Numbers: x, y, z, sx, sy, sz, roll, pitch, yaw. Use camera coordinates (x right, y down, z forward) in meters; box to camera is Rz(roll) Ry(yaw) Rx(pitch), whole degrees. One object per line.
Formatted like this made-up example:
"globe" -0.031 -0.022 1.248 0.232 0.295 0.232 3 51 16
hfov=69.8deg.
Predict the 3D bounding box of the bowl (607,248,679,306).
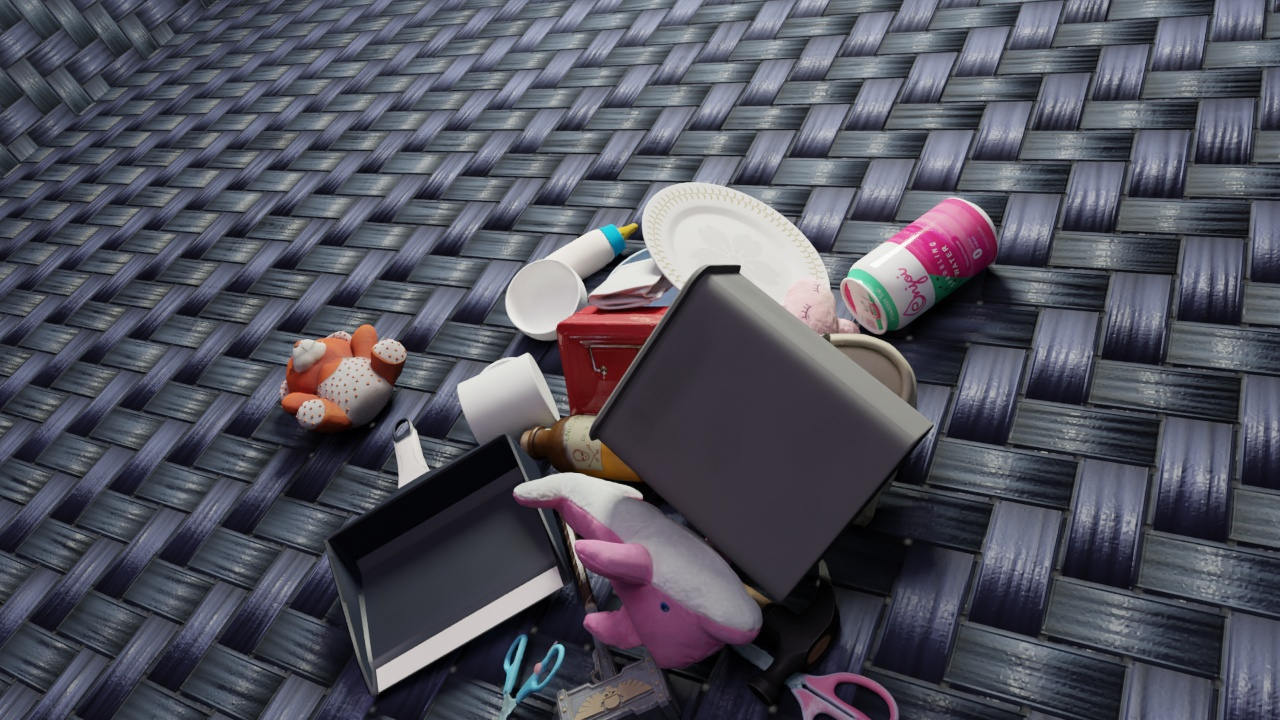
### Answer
"bowl" 0.034 -0.066 1.113 0.151 0.075 0.150 -12 46 13

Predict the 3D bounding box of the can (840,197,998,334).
"can" 0.310 -0.105 1.019 0.165 0.088 0.088 -35 45 -10

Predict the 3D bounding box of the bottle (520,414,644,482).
"bottle" -0.060 0.094 0.999 0.157 0.068 0.067 1 49 30

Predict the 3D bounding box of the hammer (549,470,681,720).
"hammer" -0.055 0.223 0.907 0.098 0.044 0.321 -24 41 0

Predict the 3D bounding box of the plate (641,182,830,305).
"plate" 0.112 -0.122 1.082 0.242 0.016 0.242 14 46 -16

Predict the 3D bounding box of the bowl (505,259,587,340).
"bowl" -0.117 -0.073 1.188 0.105 0.054 0.104 -7 68 17

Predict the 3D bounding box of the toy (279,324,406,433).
"toy" -0.405 0.019 1.212 0.173 0.093 0.163 22 61 39

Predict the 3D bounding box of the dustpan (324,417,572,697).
"dustpan" -0.221 0.170 0.974 0.236 0.080 0.273 -31 39 3

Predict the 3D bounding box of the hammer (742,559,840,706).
"hammer" 0.053 0.192 0.886 0.132 0.040 0.306 -42 44 -21

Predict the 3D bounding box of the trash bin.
"trash bin" 0.097 0.058 0.780 0.220 0.097 0.192 41 112 18

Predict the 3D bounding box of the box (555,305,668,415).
"box" -0.008 0.005 1.009 0.159 0.129 0.086 2 22 26

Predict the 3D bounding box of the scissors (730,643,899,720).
"scissors" 0.135 0.279 0.787 0.174 0.017 0.076 24 60 38

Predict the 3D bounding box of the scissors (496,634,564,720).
"scissors" -0.119 0.303 0.854 0.136 0.015 0.126 -48 22 2

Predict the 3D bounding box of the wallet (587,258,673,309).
"wallet" -0.004 -0.087 1.050 0.086 0.032 0.116 -6 23 24

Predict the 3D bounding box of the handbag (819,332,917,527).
"handbag" 0.138 0.061 0.869 0.229 0.131 0.184 6 90 20

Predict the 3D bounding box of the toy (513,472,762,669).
"toy" -0.004 0.192 0.820 0.266 0.186 0.128 33 107 43

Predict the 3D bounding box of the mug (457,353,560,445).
"mug" -0.157 0.041 1.082 0.090 0.091 0.121 -24 45 0

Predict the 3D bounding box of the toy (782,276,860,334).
"toy" 0.197 -0.036 1.005 0.053 0.105 0.108 -37 24 44

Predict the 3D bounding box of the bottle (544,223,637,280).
"bottle" -0.066 -0.147 1.250 0.146 0.051 0.051 -31 44 -7

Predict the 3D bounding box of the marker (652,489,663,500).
"marker" 0.085 0.128 0.947 0.146 0.019 0.019 -9 46 16
